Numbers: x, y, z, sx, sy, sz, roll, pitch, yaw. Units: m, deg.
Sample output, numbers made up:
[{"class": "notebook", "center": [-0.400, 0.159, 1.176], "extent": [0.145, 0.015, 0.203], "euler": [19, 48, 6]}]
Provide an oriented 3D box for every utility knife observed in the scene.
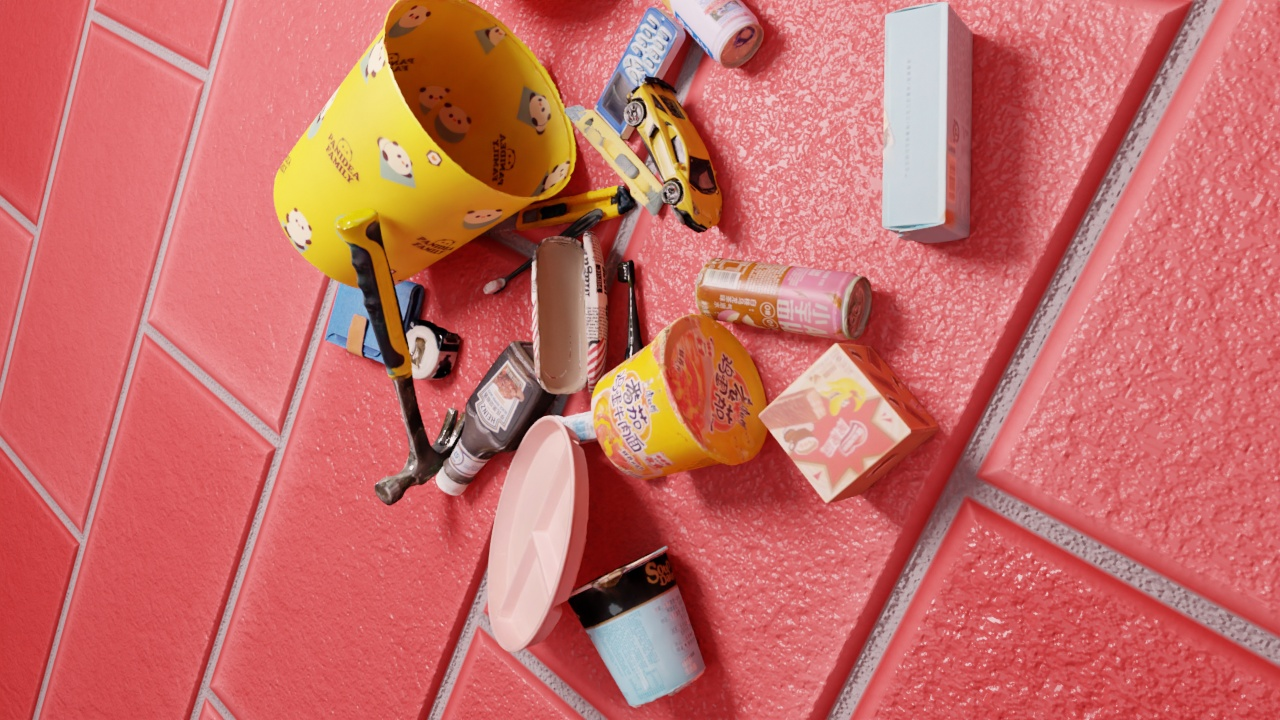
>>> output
[{"class": "utility knife", "center": [-0.095, -0.155, 0.977], "extent": [0.209, 0.015, 0.033], "euler": [-5, 86, 33]}, {"class": "utility knife", "center": [-0.025, -0.209, 0.934], "extent": [0.031, 0.018, 0.167], "euler": [-40, 62, 3]}]

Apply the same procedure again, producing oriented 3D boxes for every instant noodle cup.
[{"class": "instant noodle cup", "center": [0.030, 0.041, 0.826], "extent": [0.110, 0.137, 0.138], "euler": [-26, 75, 39]}, {"class": "instant noodle cup", "center": [0.000, 0.252, 0.857], "extent": [0.111, 0.111, 0.120], "euler": [-31, 78, 29]}]

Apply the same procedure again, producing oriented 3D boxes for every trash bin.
[{"class": "trash bin", "center": [-0.236, -0.209, 0.960], "extent": [0.256, 0.229, 0.229], "euler": [-29, 73, 36]}]

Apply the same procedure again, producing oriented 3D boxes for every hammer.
[{"class": "hammer", "center": [-0.253, -0.005, 0.955], "extent": [0.032, 0.125, 0.324], "euler": [19, 130, 32]}]

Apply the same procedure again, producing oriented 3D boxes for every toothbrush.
[{"class": "toothbrush", "center": [-0.105, -0.114, 0.976], "extent": [0.182, 0.018, 0.015], "euler": [-29, 81, 33]}, {"class": "toothbrush", "center": [-0.005, 0.005, 0.908], "extent": [0.027, 0.026, 0.212], "euler": [-8, 84, 26]}]

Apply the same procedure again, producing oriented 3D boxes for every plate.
[{"class": "plate", "center": [-0.101, 0.169, 0.903], "extent": [0.230, 0.028, 0.229], "euler": [-44, 40, 52]}]

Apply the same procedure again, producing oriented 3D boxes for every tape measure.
[{"class": "tape measure", "center": [-0.245, -0.009, 1.064], "extent": [0.066, 0.033, 0.066], "euler": [21, 100, 34]}]

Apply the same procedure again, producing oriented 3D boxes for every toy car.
[{"class": "toy car", "center": [0.036, -0.192, 0.858], "extent": [0.041, 0.071, 0.155], "euler": [-30, 75, 33]}]

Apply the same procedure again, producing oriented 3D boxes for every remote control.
[{"class": "remote control", "center": [-0.001, -0.281, 0.902], "extent": [0.049, 0.024, 0.125], "euler": [52, 127, 23]}]

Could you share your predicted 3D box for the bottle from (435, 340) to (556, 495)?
[{"class": "bottle", "center": [-0.161, 0.070, 1.000], "extent": [0.080, 0.044, 0.195], "euler": [49, 115, 25]}]

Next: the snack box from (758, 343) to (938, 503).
[{"class": "snack box", "center": [0.172, 0.050, 0.757], "extent": [0.093, 0.077, 0.094], "euler": [-46, 66, 24]}]

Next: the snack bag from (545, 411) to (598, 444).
[{"class": "snack bag", "center": [-0.058, 0.070, 0.940], "extent": [0.106, 0.026, 0.045], "euler": [-15, 89, 34]}]

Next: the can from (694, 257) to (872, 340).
[{"class": "can", "center": [0.123, -0.055, 0.804], "extent": [0.147, 0.057, 0.058], "euler": [11, 95, 33]}]

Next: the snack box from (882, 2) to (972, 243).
[{"class": "snack box", "center": [0.228, -0.184, 0.727], "extent": [0.052, 0.074, 0.175], "euler": [1, 89, 33]}]

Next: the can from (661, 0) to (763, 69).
[{"class": "can", "center": [0.057, -0.335, 0.857], "extent": [0.053, 0.053, 0.134], "euler": [-45, 66, 24]}]

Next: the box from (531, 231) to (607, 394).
[{"class": "box", "center": [-0.060, -0.048, 0.917], "extent": [0.088, 0.076, 0.162], "euler": [-7, 82, 57]}]

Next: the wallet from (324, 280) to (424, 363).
[{"class": "wallet", "center": [-0.326, -0.056, 1.118], "extent": [0.133, 0.040, 0.106], "euler": [18, 95, 33]}]
